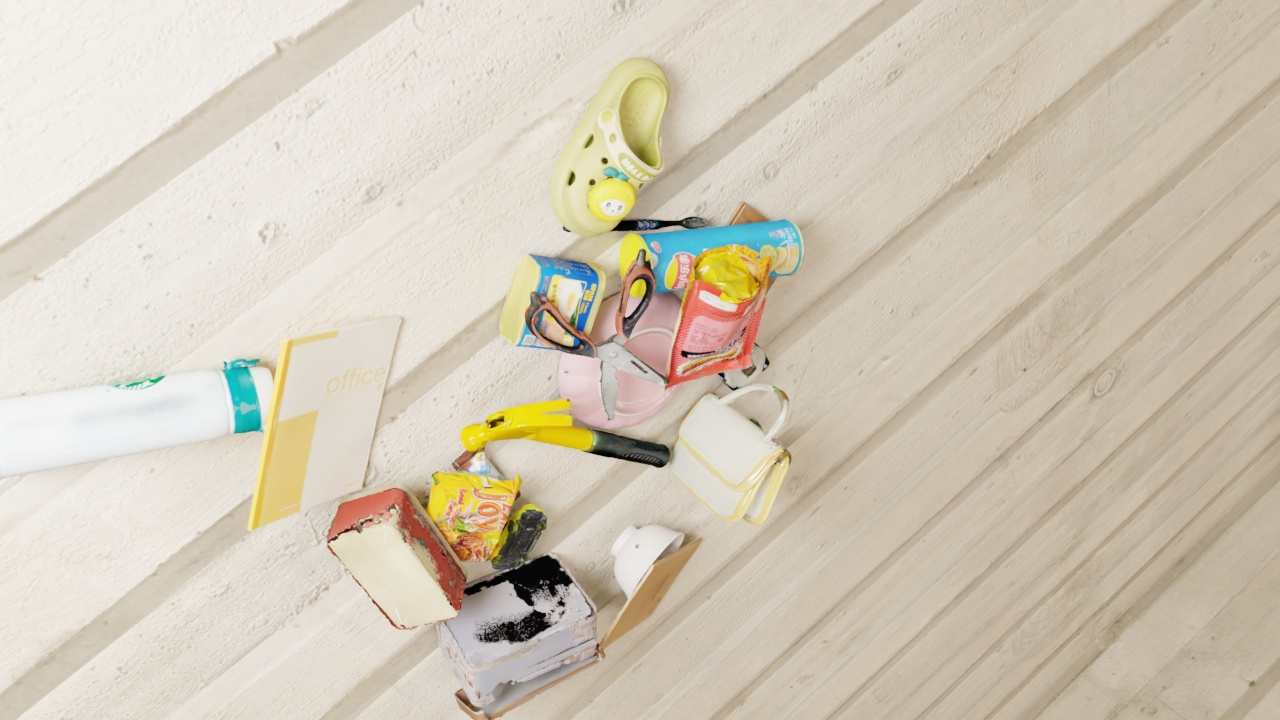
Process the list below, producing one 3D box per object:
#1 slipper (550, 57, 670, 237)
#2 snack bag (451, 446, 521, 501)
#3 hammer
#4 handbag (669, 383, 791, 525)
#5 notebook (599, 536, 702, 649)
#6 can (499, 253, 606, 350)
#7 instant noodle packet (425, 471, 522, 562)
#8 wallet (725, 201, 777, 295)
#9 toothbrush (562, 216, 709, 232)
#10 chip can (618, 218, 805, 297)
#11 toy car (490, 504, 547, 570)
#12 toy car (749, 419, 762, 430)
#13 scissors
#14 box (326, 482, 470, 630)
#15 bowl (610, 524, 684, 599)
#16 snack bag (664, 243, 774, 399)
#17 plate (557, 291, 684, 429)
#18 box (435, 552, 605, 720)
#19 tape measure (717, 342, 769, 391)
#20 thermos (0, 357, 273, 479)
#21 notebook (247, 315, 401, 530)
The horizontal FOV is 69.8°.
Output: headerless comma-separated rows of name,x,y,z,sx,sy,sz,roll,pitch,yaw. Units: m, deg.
slipper,-0.021,-0.210,0.927,0.091,0.081,0.191,16,105,-39
snack bag,-0.180,0.139,1.075,0.048,0.026,0.104,-42,134,-19
hammer,-0.064,0.096,1.101,0.129,0.032,0.300,-21,156,33
handbag,0.120,0.102,1.175,0.063,0.163,0.179,8,111,-38
notebook,0.016,0.322,1.280,0.148,0.008,0.207,-58,162,11
can,-0.096,-0.061,0.986,0.083,0.057,0.102,6,115,-36
instant noodle packet,-0.200,0.179,1.054,0.110,0.044,0.129,7,125,-27
wallet,0.135,-0.129,1.136,0.115,0.020,0.101,24,101,-40
toothbrush,-0.001,-0.151,1.024,0.189,0.016,0.014,-7,111,-32
chip can,0.084,-0.120,1.054,0.209,0.071,0.071,-10,123,-25
toy car,-0.155,0.220,1.143,0.048,0.032,0.105,4,127,-38
toy car,0.136,0.108,1.280,0.091,0.036,0.043,-2,117,-40
scissors,-0.039,-0.021,0.993,0.188,0.015,0.226,-5,124,-26
box,-0.262,0.223,1.001,0.091,0.078,0.168,-17,126,11
bowl,-0.001,0.263,1.249,0.118,0.065,0.118,-47,161,-22
snack bag,0.088,-0.037,1.049,0.128,0.073,0.208,-22,150,-19
plate,-0.007,0.006,1.105,0.192,0.039,0.193,-18,128,-26
box,-0.149,0.373,1.167,0.181,0.150,0.166,-17,129,-27
tape measure,0.131,0.003,1.207,0.065,0.033,0.066,-45,135,-5
thermos,-0.437,0.046,0.801,0.223,0.073,0.073,-11,124,-31
notebook,-0.308,0.059,0.898,0.145,0.010,0.207,-20,133,-59
